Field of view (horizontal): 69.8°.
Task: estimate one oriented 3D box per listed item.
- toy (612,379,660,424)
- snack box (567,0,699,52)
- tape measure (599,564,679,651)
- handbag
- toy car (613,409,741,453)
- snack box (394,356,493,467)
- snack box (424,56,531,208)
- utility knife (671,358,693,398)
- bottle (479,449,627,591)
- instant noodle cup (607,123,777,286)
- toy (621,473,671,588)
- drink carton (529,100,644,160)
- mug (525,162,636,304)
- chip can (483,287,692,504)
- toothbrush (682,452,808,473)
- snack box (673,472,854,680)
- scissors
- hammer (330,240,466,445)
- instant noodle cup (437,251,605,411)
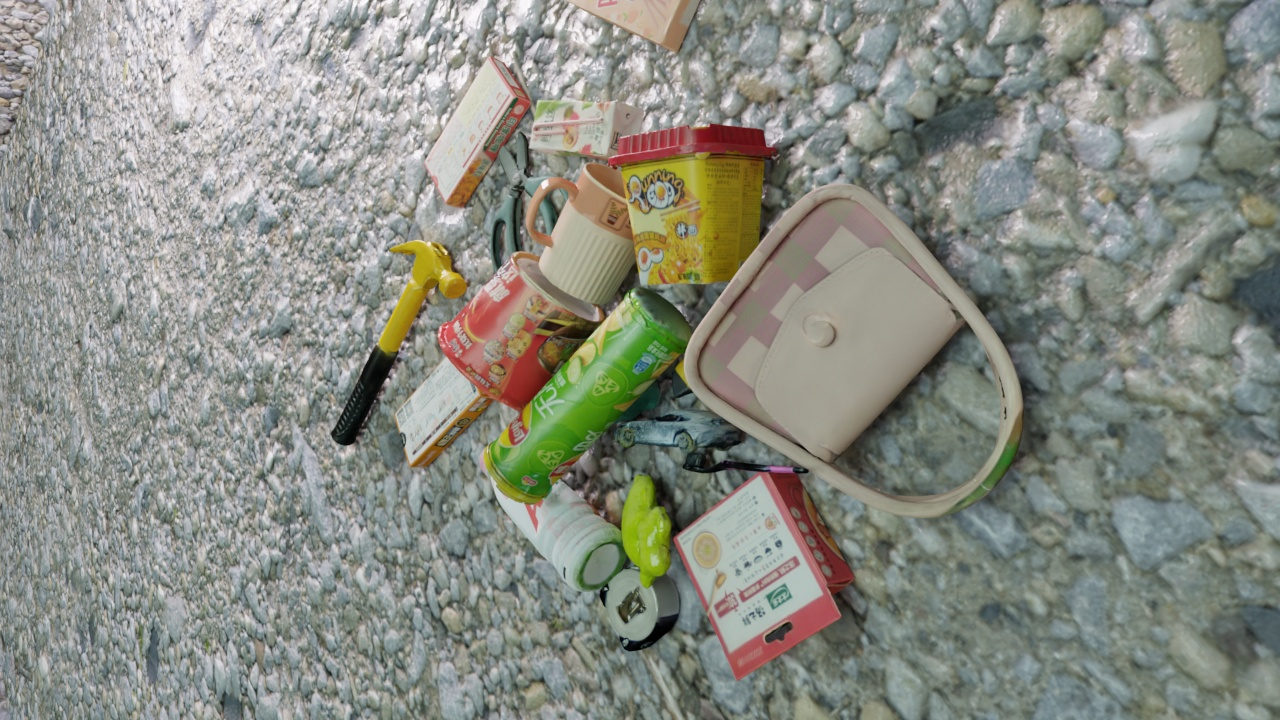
[{"bbox_3d":[-0.005,0.005,0.848,0.097,0.030,0.092,-25,73,35],"label":"toy"},{"bbox_3d":[-0.004,-0.362,0.884,0.157,0.026,0.084,39,111,37],"label":"snack box"},{"bbox_3d":[0.001,0.216,0.819,0.066,0.033,0.065,-50,57,28],"label":"tape measure"},{"bbox_3d":[0.162,0.007,0.654,0.234,0.093,0.194,47,109,26],"label":"handbag"},{"bbox_3d":[0.031,0.061,0.793,0.121,0.054,0.036,-4,86,43],"label":"toy car"},{"bbox_3d":[-0.226,0.052,1.048,0.154,0.026,0.075,-42,59,31],"label":"snack box"},{"bbox_3d":[-0.188,-0.257,1.042,0.156,0.027,0.077,-49,56,28],"label":"snack box"},{"bbox_3d":[0.097,-0.049,0.758,0.216,0.015,0.033,-49,51,17],"label":"utility knife"},{"bbox_3d":[-0.094,0.143,0.892,0.197,0.068,0.068,35,109,42],"label":"bottle"},{"bbox_3d":[0.046,-0.126,0.766,0.116,0.115,0.124,3,99,42],"label":"instant noodle cup"},{"bbox_3d":[0.004,0.148,0.801,0.100,0.031,0.096,162,114,-72],"label":"toy"},{"bbox_3d":[-0.057,-0.228,0.907,0.123,0.045,0.053,16,98,43],"label":"drink carton"},{"bbox_3d":[-0.050,-0.121,0.846,0.106,0.114,0.081,-59,31,24],"label":"mug"},{"bbox_3d":[-0.047,0.031,0.810,0.222,0.072,0.072,-47,57,19],"label":"chip can"},{"bbox_3d":[0.079,0.082,0.728,0.189,0.014,0.017,-12,65,66],"label":"toothbrush"},{"bbox_3d":[0.099,0.167,0.726,0.113,0.044,0.127,-43,58,30],"label":"snack box"},{"bbox_3d":[-0.132,-0.156,0.987,0.171,0.019,0.177,-50,57,28],"label":"scissors"},{"bbox_3d":[-0.311,-0.017,1.128,0.128,0.032,0.301,49,117,35],"label":"hammer"},{"bbox_3d":[-0.109,-0.032,0.882,0.109,0.137,0.138,-52,54,16],"label":"instant noodle cup"}]
